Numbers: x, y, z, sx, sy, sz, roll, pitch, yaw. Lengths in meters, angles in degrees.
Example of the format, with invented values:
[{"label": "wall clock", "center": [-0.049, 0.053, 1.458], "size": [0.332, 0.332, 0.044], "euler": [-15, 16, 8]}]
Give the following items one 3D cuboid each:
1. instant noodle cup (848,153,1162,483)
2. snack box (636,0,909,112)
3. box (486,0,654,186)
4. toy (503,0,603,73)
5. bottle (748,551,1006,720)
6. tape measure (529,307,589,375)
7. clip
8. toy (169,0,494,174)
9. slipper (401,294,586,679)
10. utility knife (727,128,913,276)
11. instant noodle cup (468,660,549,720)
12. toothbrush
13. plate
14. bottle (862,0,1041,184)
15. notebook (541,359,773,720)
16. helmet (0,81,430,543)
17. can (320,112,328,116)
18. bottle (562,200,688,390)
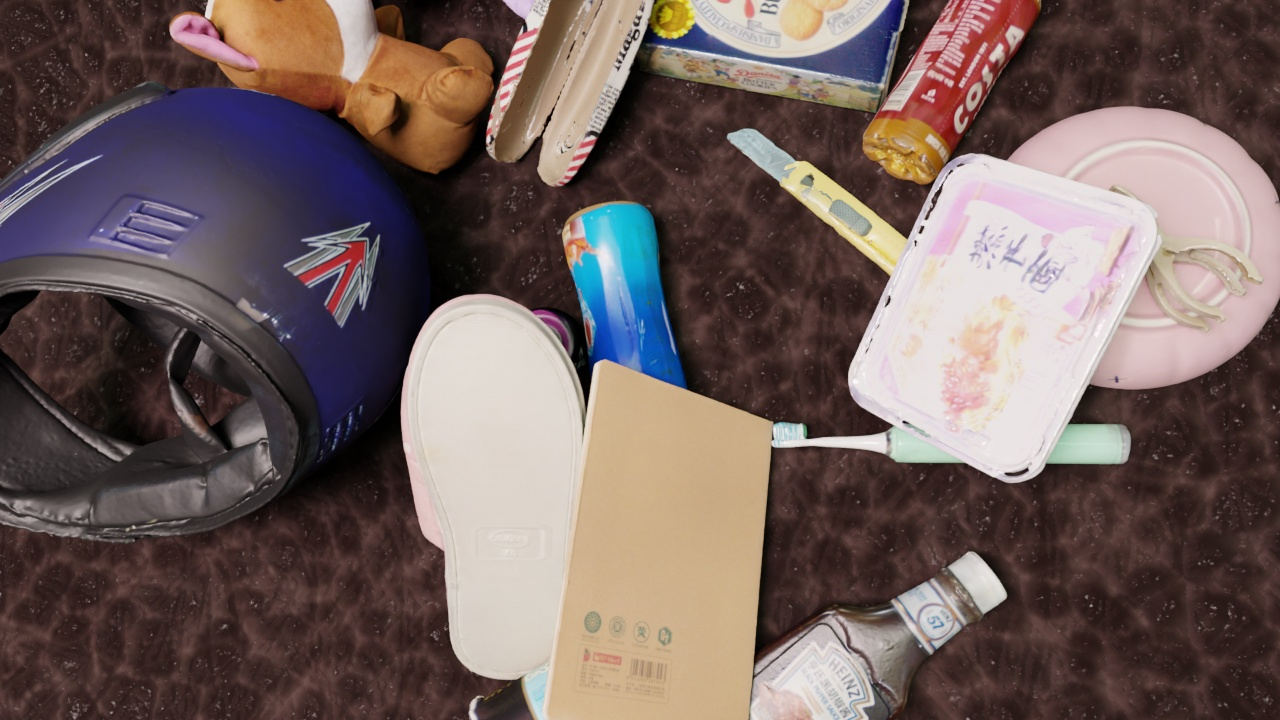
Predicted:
[{"label": "instant noodle cup", "center": [0.222, -0.026, 0.564], "size": [0.138, 0.060, 0.173], "euler": [32, 104, 40]}, {"label": "snack box", "center": [0.103, -0.283, 0.653], "size": [0.182, 0.046, 0.178], "euler": [13, 84, 10]}, {"label": "box", "center": [-0.039, -0.200, 0.639], "size": [0.087, 0.076, 0.163], "euler": [30, 107, 12]}, {"label": "toy", "center": [-0.040, -0.274, 0.676], "size": [0.084, 0.039, 0.108], "euler": [45, 92, -7]}, {"label": "bottle", "center": [0.142, 0.190, 0.586], "size": [0.195, 0.044, 0.080], "euler": [-35, 76, 3]}, {"label": "tape measure", "center": [-0.066, -0.009, 0.647], "size": [0.057, 0.039, 0.058], "euler": [-33, 79, 4]}, {"label": "clip", "center": [0.310, -0.053, 0.555], "size": [0.104, 0.034, 0.081], "euler": [28, 87, 16]}, {"label": "toy", "center": [-0.199, -0.209, 0.624], "size": [0.199, 0.140, 0.131], "euler": [14, 114, -16]}, {"label": "slipper", "center": [-0.089, 0.085, 0.588], "size": [0.114, 0.054, 0.275], "euler": [-4, 113, -4]}, {"label": "utility knife", "center": [0.140, -0.102, 0.642], "size": [0.198, 0.021, 0.031], "euler": [41, 86, 16]}, {"label": "instant noodle cup", "center": [-0.028, 0.227, 0.584], "size": [0.120, 0.111, 0.111], "euler": [-36, 78, -6]}, {"label": "toothbrush", "center": [0.199, 0.054, 0.603], "size": [0.225, 0.026, 0.027], "euler": [-1, 84, 10]}, {"label": "plate", "center": [0.320, -0.078, 0.593], "size": [0.192, 0.039, 0.192], "euler": [-1, 82, 9]}, {"label": "bottle", "center": [0.218, -0.206, 0.617], "size": [0.057, 0.057, 0.175], "euler": [33, 89, 12]}, {"label": "notebook", "center": [0.019, 0.117, 0.561], "size": [0.147, 0.008, 0.207], "euler": [20, 66, -31]}, {"label": "helmet", "center": [-0.285, -0.038, 0.587], "size": [0.316, 0.247, 0.239], "euler": [-18, 36, 23]}, {"label": "can", "center": [-0.252, -0.239, 0.698], "size": [0.058, 0.058, 0.116], "euler": [17, 85, 11]}, {"label": "bottle", "center": [-0.004, 0.004, 0.622], "size": [0.065, 0.065, 0.218], "euler": [-12, 80, 7]}]
